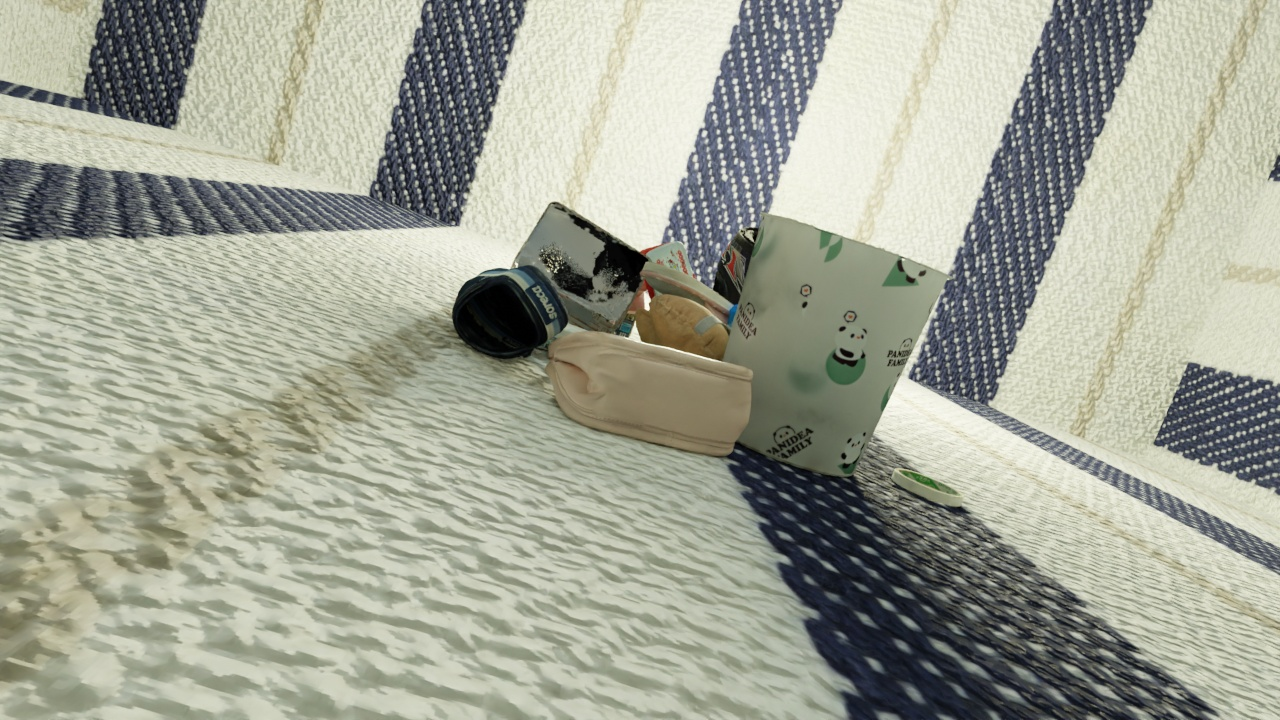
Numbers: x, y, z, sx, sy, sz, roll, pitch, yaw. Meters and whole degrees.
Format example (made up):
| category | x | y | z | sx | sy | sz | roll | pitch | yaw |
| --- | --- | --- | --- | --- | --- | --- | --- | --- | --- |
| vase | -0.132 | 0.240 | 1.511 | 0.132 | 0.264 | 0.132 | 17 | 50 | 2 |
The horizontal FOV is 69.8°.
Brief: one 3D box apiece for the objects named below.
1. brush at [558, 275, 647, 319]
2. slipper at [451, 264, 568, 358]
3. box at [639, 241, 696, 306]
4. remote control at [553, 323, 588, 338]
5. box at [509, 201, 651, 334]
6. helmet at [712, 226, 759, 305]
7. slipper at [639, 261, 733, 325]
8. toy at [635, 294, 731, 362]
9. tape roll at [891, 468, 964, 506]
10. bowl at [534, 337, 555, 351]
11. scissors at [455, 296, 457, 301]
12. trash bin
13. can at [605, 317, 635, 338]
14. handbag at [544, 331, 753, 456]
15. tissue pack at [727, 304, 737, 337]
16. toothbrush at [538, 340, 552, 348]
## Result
| category | x | y | z | sx | sy | sz | roll | pitch | yaw |
| --- | --- | --- | --- | --- | --- | --- | --- | --- | --- |
| brush | -0.064 | -0.107 | 1.449 | 0.145 | 0.063 | 0.073 | 4 | -29 | -15 |
| slipper | -0.157 | -0.046 | 1.030 | 0.095 | 0.105 | 0.253 | -32 | 14 | -21 |
| box | 0.046 | -0.074 | 1.394 | 0.095 | 0.201 | 0.101 | -11 | 14 | 34 |
| remote control | -0.095 | -0.035 | 1.166 | 0.124 | 0.024 | 0.049 | 19 | 5 | -44 |
| box | -0.109 | -0.096 | 1.352 | 0.182 | 0.154 | 0.185 | 31 | -26 | -7 |
| helmet | 0.237 | -0.090 | 1.677 | 0.247 | 0.241 | 0.315 | 15 | 19 | -19 |
| slipper | 0.079 | -0.065 | 1.270 | 0.114 | 0.054 | 0.274 | 22 | -5 | 31 |
| toy | 0.051 | -0.021 | 1.207 | 0.143 | 0.082 | 0.226 | 52 | -12 | -4 |
| tape roll | 0.348 | 0.153 | 1.110 | 0.086 | 0.014 | 0.085 | 18 | 8 | -3 |
| bowl | -0.147 | -0.060 | 1.225 | 0.116 | 0.066 | 0.116 | 18 | 8 | -3 |
| scissors | -0.194 | -0.072 | 1.393 | 0.189 | 0.015 | 0.226 | 16 | 7 | -22 |
| trash bin | 0.205 | -0.016 | 1.064 | 0.229 | 0.252 | 0.229 | 18 | 8 | -3 |
| can | -0.064 | -0.079 | 1.523 | 0.111 | 0.075 | 0.075 | 18 | 8 | -9 |
| handbag | -0.014 | 0.023 | 0.967 | 0.193 | 0.093 | 0.234 | 15 | 1 | -27 |
| tissue pack | 0.152 | -0.003 | 1.216 | 0.052 | 0.157 | 0.095 | 4 | 12 | -37 |
| toothbrush | -0.114 | -0.020 | 1.116 | 0.192 | 0.016 | 0.018 | 14 | 4 | 36 |
